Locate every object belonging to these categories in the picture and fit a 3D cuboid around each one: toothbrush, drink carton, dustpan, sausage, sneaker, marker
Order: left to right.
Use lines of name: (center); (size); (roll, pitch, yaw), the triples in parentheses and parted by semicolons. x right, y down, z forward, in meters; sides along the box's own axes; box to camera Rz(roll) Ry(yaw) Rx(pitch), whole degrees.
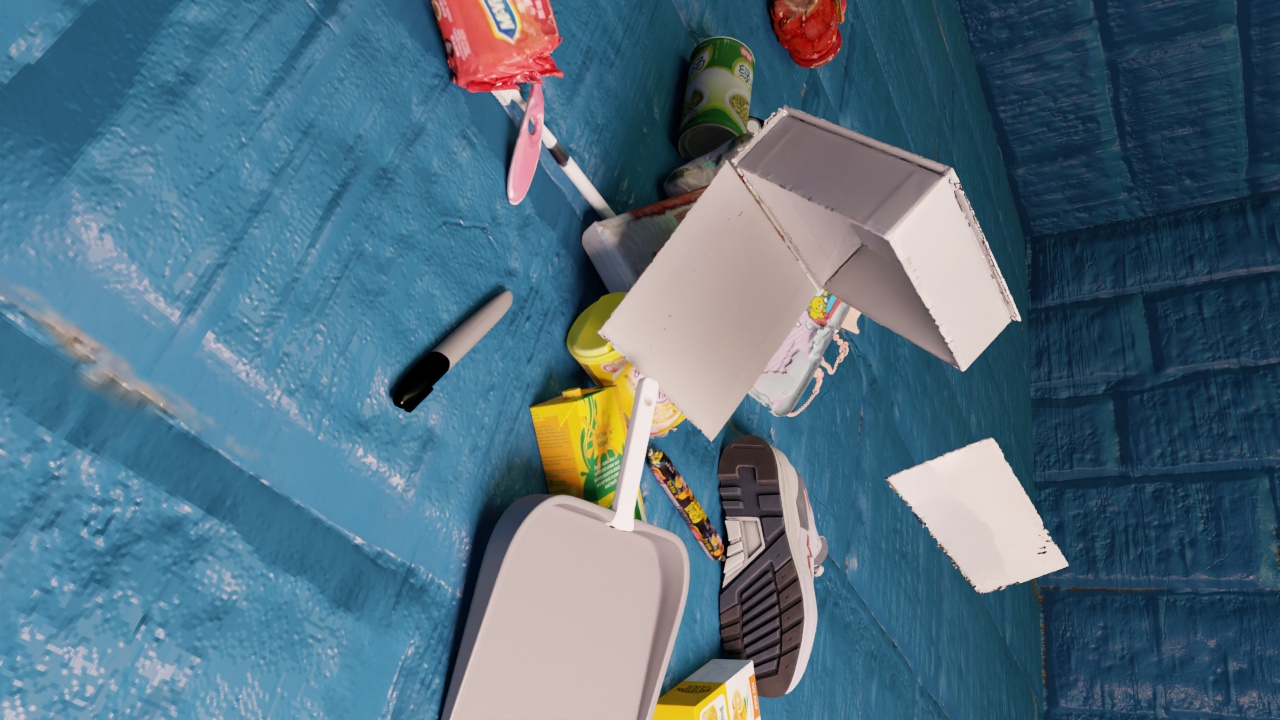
marker: (-0.115, -0.008, 0.580); (0.138, 0.016, 0.022); (-54, 159, -52)
toothbrush: (-0.078, -0.178, 0.662); (0.021, 0.016, 0.135); (17, 79, -50)
toothbrush: (-0.060, -0.153, 0.715); (0.187, 0.012, 0.017); (47, 57, -44)
drink carton: (-0.036, 0.078, 0.665); (0.058, 0.041, 0.122); (-21, 101, -60)
dustpan: (-0.028, 0.134, 0.603); (0.163, 0.033, 0.257); (27, 66, -39)
sausage: (0.042, 0.129, 0.807); (0.155, 0.020, 0.020); (59, 37, -34)
drink carton: (0.059, 0.297, 0.770); (0.122, 0.040, 0.058); (-4, 86, -60)
sneaker: (0.140, 0.197, 0.889); (0.124, 0.089, 0.239); (23, 60, -53)

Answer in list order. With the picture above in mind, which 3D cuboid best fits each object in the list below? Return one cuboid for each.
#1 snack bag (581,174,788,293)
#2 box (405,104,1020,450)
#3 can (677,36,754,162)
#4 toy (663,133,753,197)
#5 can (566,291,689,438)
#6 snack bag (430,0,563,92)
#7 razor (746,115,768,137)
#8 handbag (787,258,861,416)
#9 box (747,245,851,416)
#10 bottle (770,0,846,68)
snack bag: (0.052, -0.109, 0.789); (0.224, 0.041, 0.077); (-26, 86, -41)
box: (0.040, -0.044, 0.718); (0.167, 0.447, 0.164); (45, 37, -41)
can: (0.077, -0.259, 0.921); (0.067, 0.067, 0.120); (43, 47, -47)
toy: (0.071, -0.169, 0.891); (0.052, 0.099, 0.096); (57, -5, 24)
can: (-0.004, 0.004, 0.712); (0.105, 0.068, 0.067); (55, 39, -38)
snack bag: (-0.109, -0.262, 0.597); (0.082, 0.082, 0.176); (-38, 116, -56)
razor: (0.145, -0.230, 1.051); (0.156, 0.060, 0.057); (32, 41, -77)
handbag: (0.151, -0.052, 1.015); (0.198, 0.116, 0.187); (14, 115, -55)
box: (0.116, -0.058, 0.865); (0.153, 0.041, 0.200); (41, 59, -9)
bottle: (0.222, -0.448, 1.196); (0.111, 0.099, 0.098); (40, 49, -55)
